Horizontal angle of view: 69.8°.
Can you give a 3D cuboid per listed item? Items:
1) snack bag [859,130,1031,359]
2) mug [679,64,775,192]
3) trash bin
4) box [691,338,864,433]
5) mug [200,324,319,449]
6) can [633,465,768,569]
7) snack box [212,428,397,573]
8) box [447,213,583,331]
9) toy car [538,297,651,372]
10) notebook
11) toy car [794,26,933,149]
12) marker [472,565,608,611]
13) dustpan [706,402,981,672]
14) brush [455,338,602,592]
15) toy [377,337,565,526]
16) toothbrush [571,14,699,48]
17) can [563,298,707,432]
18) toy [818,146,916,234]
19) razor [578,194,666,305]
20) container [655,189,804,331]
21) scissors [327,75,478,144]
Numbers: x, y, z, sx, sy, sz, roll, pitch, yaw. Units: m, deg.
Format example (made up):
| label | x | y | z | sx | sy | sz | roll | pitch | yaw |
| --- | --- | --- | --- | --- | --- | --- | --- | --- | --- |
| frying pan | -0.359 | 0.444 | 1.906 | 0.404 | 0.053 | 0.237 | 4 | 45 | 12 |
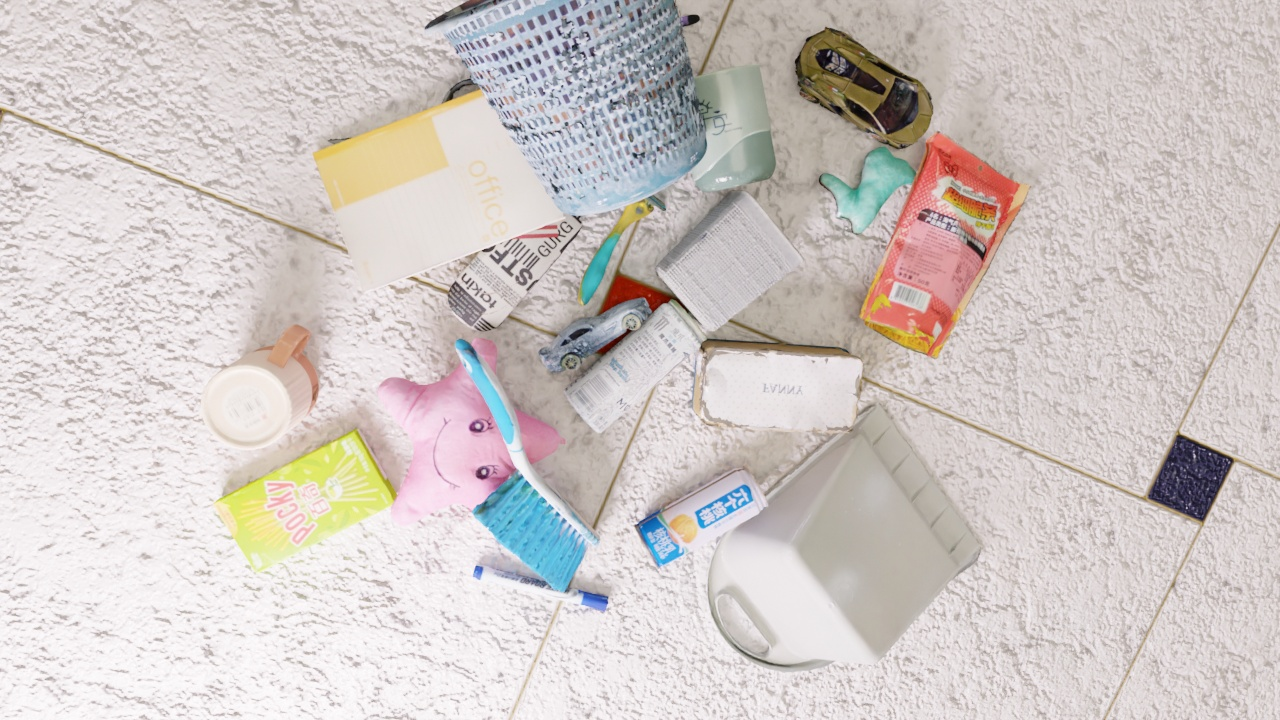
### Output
| label | x | y | z | sx | sy | sz | roll | pitch | yaw |
| --- | --- | --- | --- | --- | --- | --- | --- | --- | --- |
| snack bag | 0.308 | -0.115 | 0.944 | 0.128 | 0.073 | 0.208 | 24 | 90 | -18 |
| mug | 0.071 | -0.219 | 0.891 | 0.112 | 0.082 | 0.106 | -7 | 102 | 24 |
| trash bin | -0.043 | -0.243 | 0.799 | 0.226 | 0.226 | 0.195 | -25 | 116 | -3 |
| box | 0.146 | 0.026 | 0.945 | 0.184 | 0.060 | 0.090 | 5 | 99 | -10 |
| mug | -0.345 | 0.020 | 0.856 | 0.081 | 0.106 | 0.114 | 30 | 94 | -11 |
| can | 0.063 | 0.162 | 0.957 | 0.134 | 0.053 | 0.053 | -29 | 101 | -2 |
| snack box | -0.333 | 0.140 | 0.917 | 0.156 | 0.026 | 0.086 | -26 | 100 | -2 |
| box | -0.122 | -0.099 | 0.894 | 0.070 | 0.055 | 0.164 | 39 | 93 | 11 |
| toy car | -0.045 | -0.028 | 0.913 | 0.120 | 0.054 | 0.037 | -31 | 103 | -2 |
| notebook | -0.192 | -0.166 | 0.872 | 0.206 | 0.010 | 0.146 | -20 | 90 | 0 |
| toy car | 0.227 | -0.272 | 0.918 | 0.158 | 0.042 | 0.070 | 26 | 95 | -13 |
| marker | -0.105 | 0.239 | 0.966 | 0.145 | 0.017 | 0.017 | 17 | 96 | -9 |
| dustpan | 0.205 | 0.216 | 1.007 | 0.257 | 0.143 | 0.222 | -44 | 103 | -29 |
| brush | -0.119 | 0.109 | 0.861 | 0.109 | 0.060 | 0.314 | -44 | 135 | -8 |
| toy | -0.163 | 0.072 | 0.902 | 0.178 | 0.074 | 0.195 | -3 | 104 | -12 |
| toothbrush | -0.031 | -0.312 | 0.891 | 0.189 | 0.016 | 0.014 | -16 | 106 | -6 |
| can | -0.005 | 0.005 | 0.921 | 0.146 | 0.058 | 0.058 | -41 | 101 | 0 |
| toy | 0.231 | -0.177 | 0.938 | 0.096 | 0.030 | 0.092 | 33 | 92 | -15 |
| razor | -0.026 | -0.113 | 0.915 | 0.043 | 0.028 | 0.132 | 31 | 92 | -42 |
| container | 0.082 | -0.096 | 0.903 | 0.114 | 0.090 | 0.090 | -41 | 101 | 4 |
| scissors | -0.205 | -0.208 | 0.886 | 0.178 | 0.014 | 0.159 | 26 | 95 | -9 |
